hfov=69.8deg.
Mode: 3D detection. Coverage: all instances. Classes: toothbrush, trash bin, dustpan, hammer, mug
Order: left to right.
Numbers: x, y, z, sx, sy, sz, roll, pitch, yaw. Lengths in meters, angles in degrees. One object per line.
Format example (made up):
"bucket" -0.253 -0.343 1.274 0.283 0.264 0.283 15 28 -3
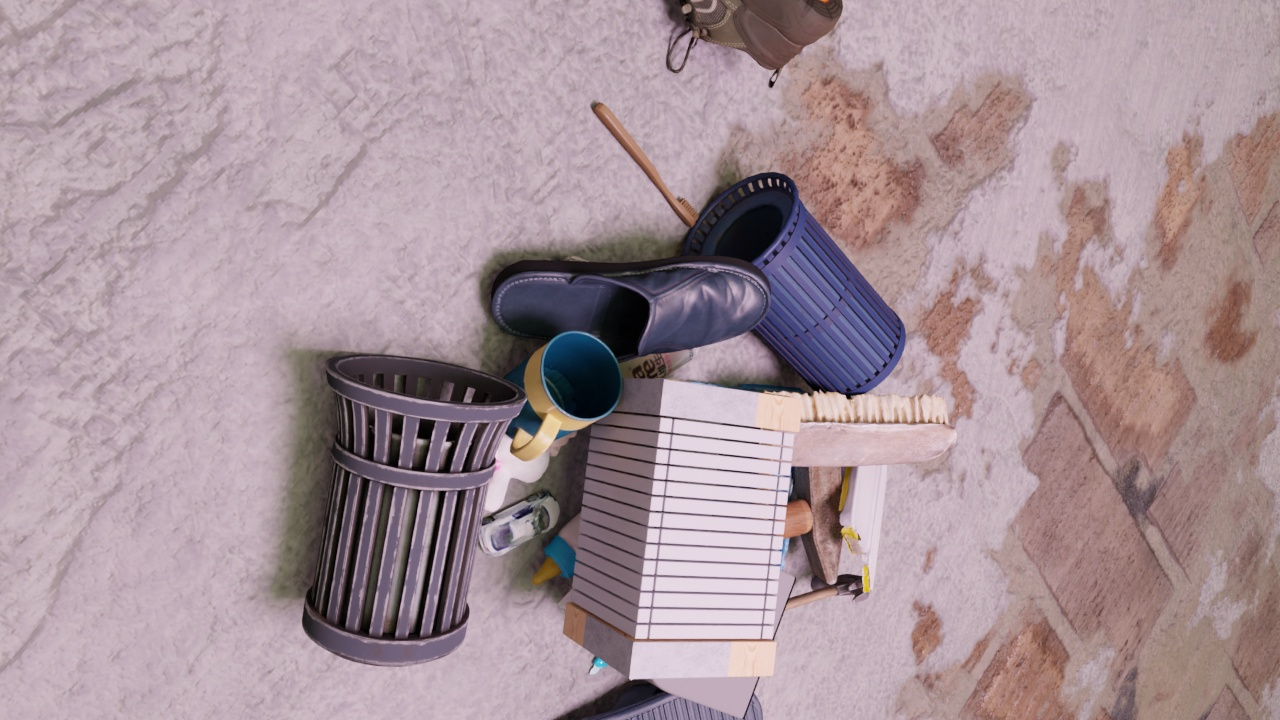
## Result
"trash bin" -0.199 0.125 0.778 0.164 0.164 0.227 6 100 -34
"mug" -0.085 0.041 0.832 0.083 0.108 0.113 37 55 -19
"toothbrush" 0.008 -0.196 0.926 0.016 0.016 0.167 -52 123 -13
"trash bin" 0.036 0.146 0.845 0.142 0.143 0.247 9 86 -27
"dustpan" 0.043 0.259 0.954 0.257 0.033 0.163 32 75 -33
"hammer" 0.092 0.204 1.022 0.300 0.037 0.158 -11 104 -20
"hammer" 0.121 0.293 1.060 0.330 0.120 0.030 -7 81 -25
"trash bin" 0.175 -0.068 0.989 0.249 0.139 0.139 40 78 -34

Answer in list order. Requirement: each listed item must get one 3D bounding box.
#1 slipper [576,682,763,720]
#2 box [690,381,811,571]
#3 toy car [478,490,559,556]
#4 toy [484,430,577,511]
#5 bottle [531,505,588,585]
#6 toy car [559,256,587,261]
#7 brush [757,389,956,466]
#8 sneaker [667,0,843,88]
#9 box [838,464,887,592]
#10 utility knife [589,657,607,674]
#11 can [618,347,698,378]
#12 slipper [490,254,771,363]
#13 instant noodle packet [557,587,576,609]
"slipper" 0.002 0.404 1.019 0.263 0.082 0.101 -11 102 -11
"box" 0.103 0.139 1.050 0.174 0.033 0.231 6 97 -27
"toy car" -0.118 0.163 0.914 0.089 0.027 0.039 -25 110 -27
"toy" -0.118 0.086 0.891 0.125 0.037 0.076 -34 109 -29
"bottle" -0.054 0.182 0.945 0.146 0.051 0.051 -37 118 -21
"toy car" -0.038 -0.066 0.909 0.112 0.040 0.048 21 89 -35
"brush" 0.218 0.076 1.006 0.271 0.056 0.083 1 144 -12
"sneaker" 0.068 -0.361 0.893 0.238 0.143 0.100 39 53 -1
"box" 0.272 0.162 1.099 0.209 0.034 0.129 -66 142 -48
"utility knife" -0.020 0.298 1.014 0.116 0.015 0.022 -52 123 -10
"can" -0.006 0.005 0.937 0.135 0.054 0.054 -32 116 -24
"slipper" -0.004 -0.035 0.853 0.265 0.083 0.109 0 133 -11
"instant noodle packet" -0.015 0.261 0.953 0.087 0.026 0.134 -44 117 -14
